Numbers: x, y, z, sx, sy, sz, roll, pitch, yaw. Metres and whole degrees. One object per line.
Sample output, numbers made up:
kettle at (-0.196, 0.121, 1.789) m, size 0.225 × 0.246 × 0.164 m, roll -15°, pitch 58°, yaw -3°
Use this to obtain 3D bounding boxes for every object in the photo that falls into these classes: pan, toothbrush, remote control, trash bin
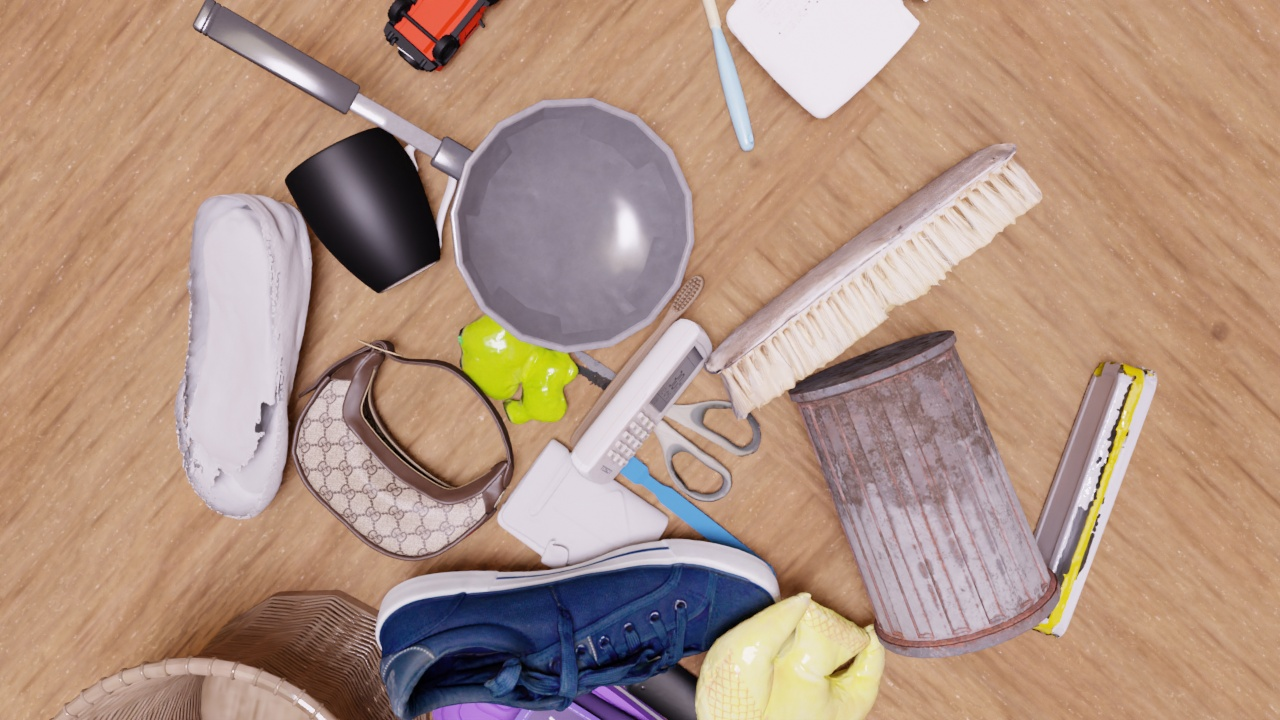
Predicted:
pan at (-0.123, -0.135, 0.629) m, size 0.357 × 0.041 × 0.178 m, roll 28°, pitch 90°, yaw -22°
toothbrush at (0.039, 0.119, 0.714) m, size 0.166 × 0.014 × 0.016 m, roll 39°, pitch 93°, yaw -6°
remote control at (0.057, 0.286, 0.720) m, size 0.152 × 0.020 × 0.041 m, roll 37°, pitch 92°, yaw -4°
toothbrush at (-0.004, 0.004, 0.685) m, size 0.016 × 0.016 × 0.167 m, roll 38°, pitch 108°, yaw 6°
toothbrush at (0.062, -0.232, 0.685) m, size 0.022 × 0.016 × 0.155 m, roll -17°, pitch 94°, yaw -36°
remote control at (0.002, 0.031, 0.671) m, size 0.025 × 0.060 × 0.138 m, roll 37°, pitch 86°, yaw 20°
trash bin at (0.200, 0.099, 0.651) m, size 0.131 × 0.131 × 0.211 m, roll -22°, pitch 92°, yaw 2°

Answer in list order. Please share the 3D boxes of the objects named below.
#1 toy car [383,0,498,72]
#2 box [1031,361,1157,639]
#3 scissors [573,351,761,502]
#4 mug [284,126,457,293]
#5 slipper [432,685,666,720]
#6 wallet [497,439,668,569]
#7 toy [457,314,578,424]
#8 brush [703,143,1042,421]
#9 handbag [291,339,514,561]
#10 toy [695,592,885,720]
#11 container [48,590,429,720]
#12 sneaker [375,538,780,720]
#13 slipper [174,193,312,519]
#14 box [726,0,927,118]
toy car at (-0.140, -0.258, 0.668) m, size 0.051 × 0.049 × 0.100 m, roll 41°, pitch 93°, yaw -1°
box at (0.327, 0.102, 0.683) m, size 0.033 × 0.064 × 0.209 m, roll 18°, pitch 94°, yaw 9°
scissors at (0.020, 0.033, 0.708) m, size 0.132 × 0.012 × 0.169 m, roll -27°, pitch 89°, yaw 3°
mug at (-0.180, -0.112, 0.671) m, size 0.118 × 0.085 × 0.100 m, roll -34°, pitch 100°, yaw -26°
slipper at (-0.033, 0.311, 0.691) m, size 0.266 × 0.084 × 0.107 m, roll 31°, pitch 94°, yaw -2°
wallet at (-0.046, 0.124, 0.704) m, size 0.116 × 0.032 × 0.086 m, roll 32°, pitch 93°, yaw -2°
toy at (-0.094, 0.002, 0.695) m, size 0.093 × 0.036 × 0.094 m, roll 13°, pitch 101°, yaw -5°
brush at (0.164, -0.059, 0.662) m, size 0.271 × 0.083 × 0.056 m, roll -37°, pitch 94°, yaw 2°
handbag at (-0.175, 0.062, 0.686) m, size 0.166 × 0.063 × 0.138 m, roll 42°, pitch 93°, yaw 3°
toy at (0.107, 0.246, 0.676) m, size 0.170 × 0.064 × 0.155 m, roll 30°, pitch 99°, yaw -35°
container at (-0.261, 0.281, 0.635) m, size 0.227 × 0.196 × 0.227 m, roll 0°, pitch 94°, yaw 1°
sneaker at (-0.033, 0.201, 0.637) m, size 0.294 × 0.127 × 0.121 m, roll -5°, pitch 123°, yaw -12°
slipper at (-0.289, 0.000, 0.674) m, size 0.112 × 0.074 × 0.247 m, roll 19°, pitch 107°, yaw 29°
box at (0.156, -0.267, 0.652) m, size 0.190 × 0.083 × 0.110 m, roll -44°, pitch 94°, yaw 2°
